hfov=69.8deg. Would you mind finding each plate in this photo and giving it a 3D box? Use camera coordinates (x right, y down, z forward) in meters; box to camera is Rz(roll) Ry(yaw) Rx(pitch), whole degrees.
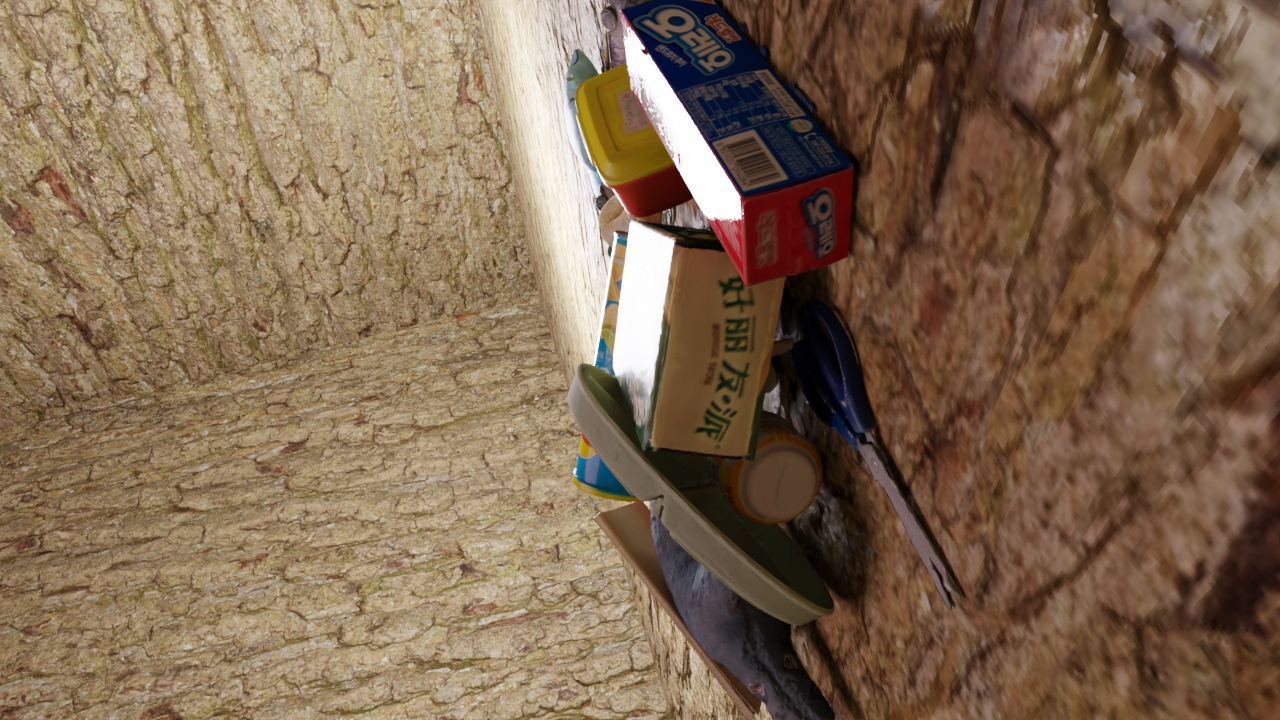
[{"bbox_3d":[0.036,0.088,0.607,0.230,0.027,0.230,43,-174,-6],"label":"plate"}]

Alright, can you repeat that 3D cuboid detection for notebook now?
[{"bbox_3d":[0.047,0.218,0.842,0.211,0.012,0.149,51,-171,12],"label":"notebook"}]

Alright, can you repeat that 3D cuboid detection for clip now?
[{"bbox_3d":[0.074,-0.004,0.602,0.100,0.034,0.070,103,153,-56],"label":"clip"}]

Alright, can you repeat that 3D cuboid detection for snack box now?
[{"bbox_3d":[0.026,-0.026,0.582,0.240,0.063,0.114,-121,38,-78],"label":"snack box"},{"bbox_3d":[0.004,-0.155,0.652,0.080,0.082,0.091,59,-167,-66],"label":"snack box"},{"bbox_3d":[0.043,-0.128,0.484,0.058,0.057,0.207,79,171,-46],"label":"snack box"}]

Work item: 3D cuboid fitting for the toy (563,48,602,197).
[{"bbox_3d":[-0.050,-0.235,0.948,0.156,0.050,0.161,64,-164,-75],"label":"toy"}]

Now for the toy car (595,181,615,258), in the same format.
[{"bbox_3d":[-0.016,-0.140,0.929,0.035,0.042,0.090,1,110,37],"label":"toy car"}]

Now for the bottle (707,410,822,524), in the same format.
[{"bbox_3d":[0.074,0.061,0.598,0.108,0.063,0.063,-127,24,-70],"label":"bottle"}]

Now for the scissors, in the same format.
[{"bbox_3d":[0.116,0.050,0.475,0.126,0.012,0.173,135,118,-79],"label":"scissors"}]

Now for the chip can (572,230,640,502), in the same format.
[{"bbox_3d":[-0.004,0.004,0.745,0.071,0.071,0.210,-130,49,-73],"label":"chip can"}]

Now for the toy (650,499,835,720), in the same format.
[{"bbox_3d":[0.066,0.160,0.757,0.138,0.091,0.356,97,157,-48],"label":"toy"}]

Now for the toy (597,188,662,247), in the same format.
[{"bbox_3d":[-0.011,-0.152,0.782,0.157,0.066,0.105,111,161,-64],"label":"toy"}]

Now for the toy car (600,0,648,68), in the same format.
[{"bbox_3d":[-0.002,-0.229,0.673,0.034,0.042,0.091,28,138,32],"label":"toy car"}]
